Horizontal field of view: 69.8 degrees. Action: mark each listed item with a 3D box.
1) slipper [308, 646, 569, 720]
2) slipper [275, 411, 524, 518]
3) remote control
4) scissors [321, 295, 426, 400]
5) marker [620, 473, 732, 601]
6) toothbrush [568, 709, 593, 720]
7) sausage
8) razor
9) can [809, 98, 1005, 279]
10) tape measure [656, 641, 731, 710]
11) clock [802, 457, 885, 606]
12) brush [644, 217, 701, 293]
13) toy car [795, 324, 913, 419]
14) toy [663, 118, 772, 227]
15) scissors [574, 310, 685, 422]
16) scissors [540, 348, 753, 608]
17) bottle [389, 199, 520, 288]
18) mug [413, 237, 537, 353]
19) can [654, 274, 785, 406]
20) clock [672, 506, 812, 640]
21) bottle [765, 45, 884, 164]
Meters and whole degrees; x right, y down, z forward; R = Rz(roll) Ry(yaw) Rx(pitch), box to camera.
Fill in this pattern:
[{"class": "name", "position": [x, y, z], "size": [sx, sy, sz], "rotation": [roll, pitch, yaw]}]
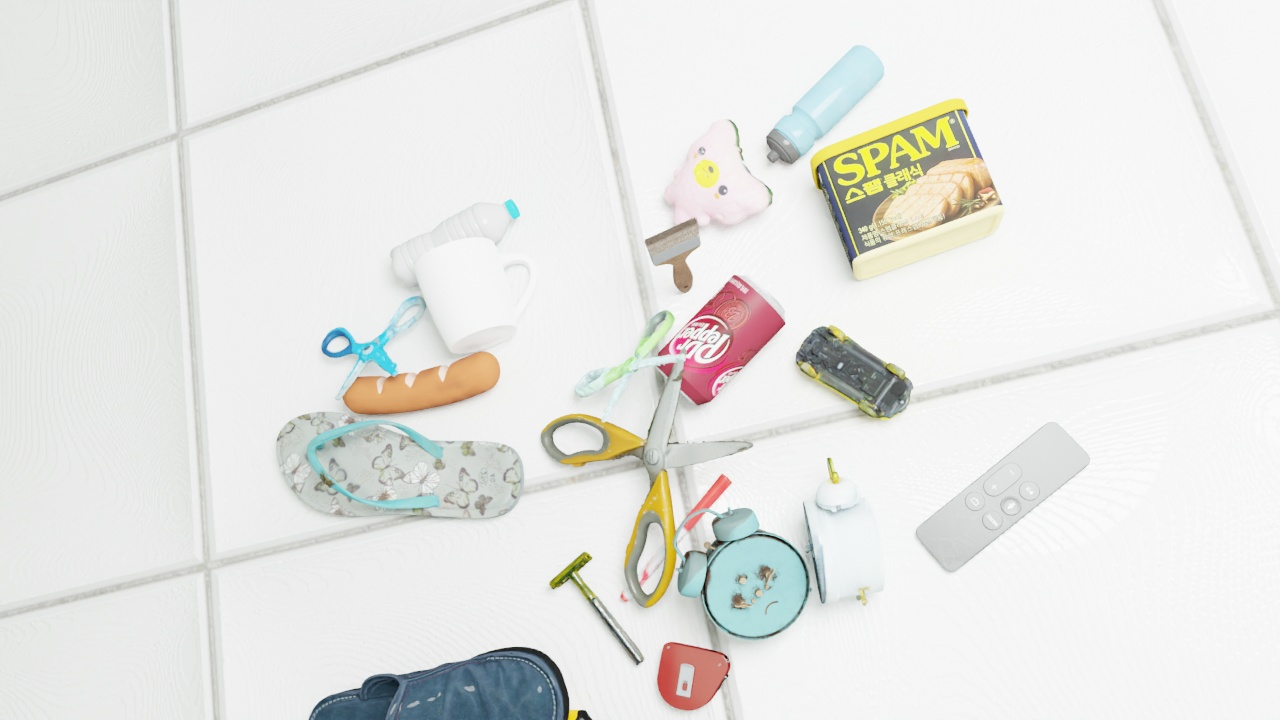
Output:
[{"class": "slipper", "position": [-0.192, 0.319, 0.787], "size": [0.266, 0.083, 0.108], "rotation": [-15, 76, 16]}, {"class": "slipper", "position": [-0.243, 0.106, 0.874], "size": [0.269, 0.054, 0.098], "rotation": [8, 82, 16]}, {"class": "remote control", "position": [0.293, 0.111, 0.745], "size": [0.147, 0.008, 0.045], "rotation": [-40, 71, 4]}, {"class": "scissors", "position": [-0.272, -0.015, 0.911], "size": [0.140, 0.011, 0.133], "rotation": [6, 56, 32]}, {"class": "marker", "position": [0.030, 0.156, 0.806], "size": [0.013, 0.013, 0.142], "rotation": [41, 91, 20]}, {"class": "toothbrush", "position": [-0.051, 0.313, 0.787], "size": [0.197, 0.031, 0.030], "rotation": [20, 80, 23]}, {"class": "sausage", "position": [-0.212, 0.025, 0.888], "size": [0.164, 0.039, 0.044], "rotation": [-11, 93, 14]}, {"class": "razor", "position": [-0.032, 0.222, 0.805], "size": [0.042, 0.026, 0.106], "rotation": [-41, 75, 1]}, {"class": "can", "position": [0.228, -0.143, 0.787], "size": [0.135, 0.075, 0.104], "rotation": [-20, 76, 11]}, {"class": "tape measure", "position": [0.044, 0.268, 0.773], "size": [0.059, 0.019, 0.051], "rotation": [7, 79, 17]}, {"class": "clock", "position": [0.159, 0.137, 0.738], "size": [0.057, 0.083, 0.117], "rotation": [-10, 79, 8]}, {"class": "brush", "position": [0.032, -0.083, 0.790], "size": [0.045, 0.143, 0.008], "rotation": [-24, 73, 0]}, {"class": "toy car", "position": [0.183, 0.011, 0.787], "size": [0.107, 0.030, 0.049], "rotation": [37, 88, 22]}, {"class": "toy", "position": [0.066, -0.165, 0.849], "size": [0.093, 0.050, 0.102], "rotation": [-26, 69, 14]}, {"class": "scissors", "position": [-0.012, 0.010, 0.797], "size": [0.166, 0.171, 0.024], "rotation": [-24, 109, 31]}, {"class": "scissors", "position": [-0.006, 0.094, 0.797], "size": [0.230, 0.016, 0.225], "rotation": [16, 97, 35]}, {"class": "bottle", "position": [-0.183, -0.120, 0.911], "size": [0.136, 0.044, 0.044], "rotation": [-27, 72, 8]}, {"class": "mug", "position": [-0.148, -0.064, 0.880], "size": [0.114, 0.081, 0.087], "rotation": [-17, 78, -21]}, {"class": "can", "position": [0.070, -0.018, 0.807], "size": [0.114, 0.063, 0.063], "rotation": [-46, 70, 2]}, {"class": "clock", "position": [0.079, 0.169, 0.746], "size": [0.124, 0.053, 0.090], "rotation": [43, 89, -9]}, {"class": "bottle", "position": [0.165, -0.230, 0.841], "size": [0.130, 0.040, 0.040], "rotation": [-45, 70, 2]}]
